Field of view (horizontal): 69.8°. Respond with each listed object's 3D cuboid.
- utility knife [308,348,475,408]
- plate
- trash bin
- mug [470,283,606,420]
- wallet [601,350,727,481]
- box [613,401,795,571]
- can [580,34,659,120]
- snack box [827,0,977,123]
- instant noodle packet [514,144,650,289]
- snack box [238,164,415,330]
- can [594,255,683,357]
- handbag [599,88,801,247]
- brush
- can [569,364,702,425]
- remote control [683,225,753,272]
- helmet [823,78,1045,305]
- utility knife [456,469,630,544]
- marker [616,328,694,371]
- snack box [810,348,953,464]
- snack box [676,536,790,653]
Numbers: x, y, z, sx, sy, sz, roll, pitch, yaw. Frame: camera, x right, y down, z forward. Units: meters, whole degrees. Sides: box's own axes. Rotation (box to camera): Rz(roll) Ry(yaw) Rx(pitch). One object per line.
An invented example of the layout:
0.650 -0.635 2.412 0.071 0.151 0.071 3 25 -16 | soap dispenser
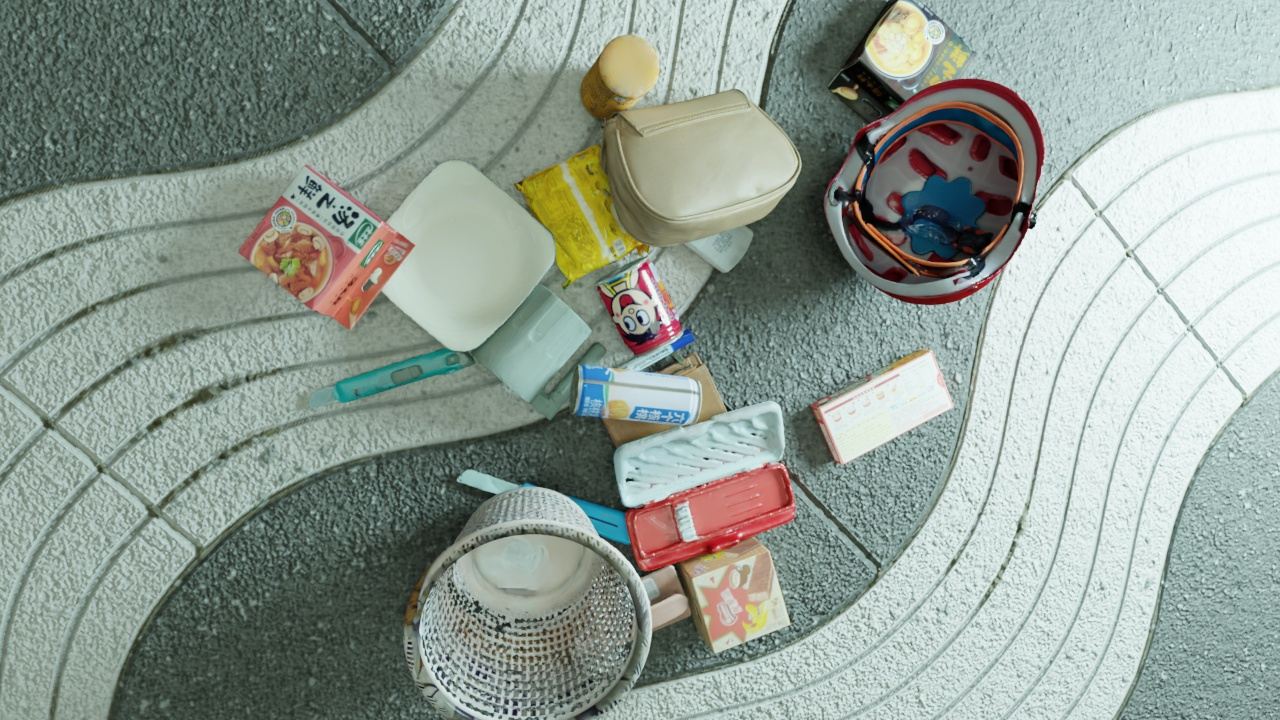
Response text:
-0.265 0.019 0.977 0.178 0.013 0.029 -18 98 -9 | utility knife
-0.187 -0.107 0.956 0.164 0.034 0.163 42 89 2 | plate
-0.113 0.230 0.926 0.227 0.192 0.227 -2 104 -7 | trash bin
-0.103 -0.008 0.981 0.103 0.084 0.124 -49 129 -4 | mug
0.027 0.060 1.028 0.130 0.035 0.119 -28 99 -9 | wallet
0.075 0.139 1.029 0.200 0.050 0.161 -16 106 -15 | box
-0.024 -0.282 0.927 0.058 0.146 0.058 -1 96 -11 | can
0.297 -0.329 1.039 0.113 0.053 0.125 36 83 -12 | snack box
-0.059 -0.154 0.985 0.111 0.044 0.128 -26 96 -1 | instant noodle packet
-0.314 -0.113 0.921 0.127 0.044 0.113 36 87 6 | snack box
0.000 -0.057 0.994 0.066 0.066 0.094 -29 100 -7 | can
0.057 -0.199 0.957 0.204 0.100 0.147 -19 77 -27 | handbag
-0.019 0.284 1.022 0.145 0.073 0.063 -22 100 -7 | brush
-0.005 0.038 0.975 0.134 0.053 0.053 7 94 -13 | can
0.054 -0.161 1.018 0.150 0.021 0.058 36 85 -12 | remote control
0.323 -0.169 0.998 0.207 0.144 0.240 35 90 23 | helmet
-0.103 0.160 1.021 0.208 0.018 0.034 20 92 -11 | utility knife
-0.006 0.006 1.022 0.145 0.017 0.017 -29 100 -4 | marker
0.286 0.054 1.082 0.155 0.027 0.077 -26 100 -8 | snack box
0.104 0.262 1.041 0.094 0.077 0.093 -18 99 -9 | snack box
